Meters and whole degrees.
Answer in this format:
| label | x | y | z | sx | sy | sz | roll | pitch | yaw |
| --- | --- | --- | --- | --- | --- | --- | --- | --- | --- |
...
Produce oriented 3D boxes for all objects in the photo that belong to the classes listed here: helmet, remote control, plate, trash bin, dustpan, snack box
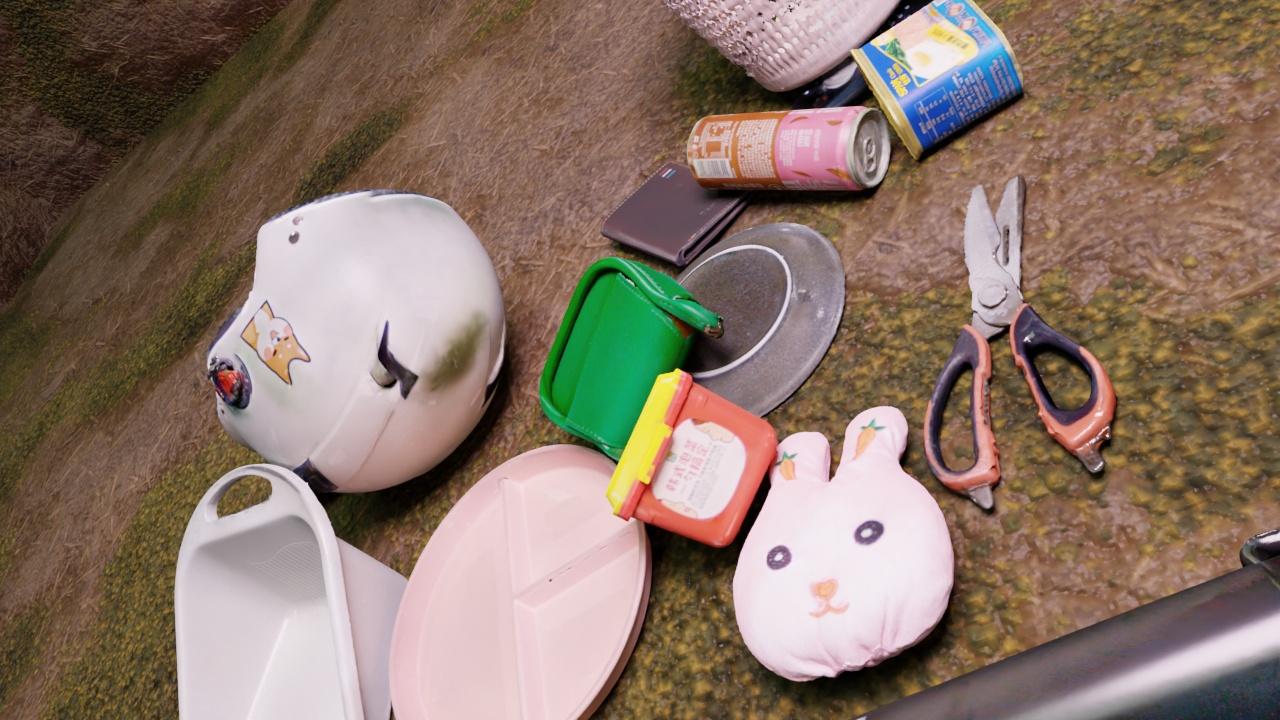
| label | x | y | z | sx | sy | sz | roll | pitch | yaw |
| --- | --- | --- | --- | --- | --- | --- | --- | --- | --- |
| helmet | -0.204 | 0.008 | 0.738 | 0.157 | 0.229 | 0.274 | 40 | 113 | 32 |
| remote control | 0.177 | -0.233 | 0.715 | 0.136 | 0.024 | 0.053 | -43 | 34 | 8 |
| plate | -0.083 | 0.164 | 0.626 | 0.230 | 0.028 | 0.229 | -25 | 45 | 27 |
| trash bin | 0.098 | -0.330 | 0.717 | 0.228 | 0.192 | 0.227 | -38 | 26 | 22 |
| dustpan | -0.290 | 0.221 | 0.688 | 0.223 | 0.142 | 0.257 | -21 | 44 | 31 |
| snack box | 0.031 | 0.060 | 0.543 | 0.082 | 0.080 | 0.091 | -38 | -27 | -86 |
| plate | 0.061 | -0.031 | 0.656 | 0.180 | 0.024 | 0.179 | -26 | 43 | 26 |

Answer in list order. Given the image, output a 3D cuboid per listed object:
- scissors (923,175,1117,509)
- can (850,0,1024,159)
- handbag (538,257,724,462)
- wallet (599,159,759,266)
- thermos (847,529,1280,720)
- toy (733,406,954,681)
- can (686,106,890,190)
| label | x | y | z | sx | sy | sz | roll | pitch | yaw |
| --- | --- | --- | --- | --- | --- | --- | --- | --- | --- |
| scissors | 0.211 | -0.022 | 0.512 | 0.202 | 0.015 | 0.204 | -50 | 37 | -1 |
| can | 0.205 | -0.201 | 0.636 | 0.083 | 0.057 | 0.102 | -30 | 42 | 18 |
| handbag | -0.004 | 0.004 | 0.632 | 0.120 | 0.068 | 0.131 | 35 | 105 | 44 |
| wallet | 0.030 | -0.125 | 0.766 | 0.096 | 0.020 | 0.122 | -46 | 37 | -11 |
| thermos | 0.191 | 0.134 | 0.367 | 0.243 | 0.068 | 0.089 | -31 | 9 | 19 |
| toy | 0.104 | 0.091 | 0.491 | 0.121 | 0.054 | 0.159 | -25 | 36 | 27 |
| can | 0.106 | -0.156 | 0.681 | 0.147 | 0.058 | 0.057 | 10 | 65 | 41 |
